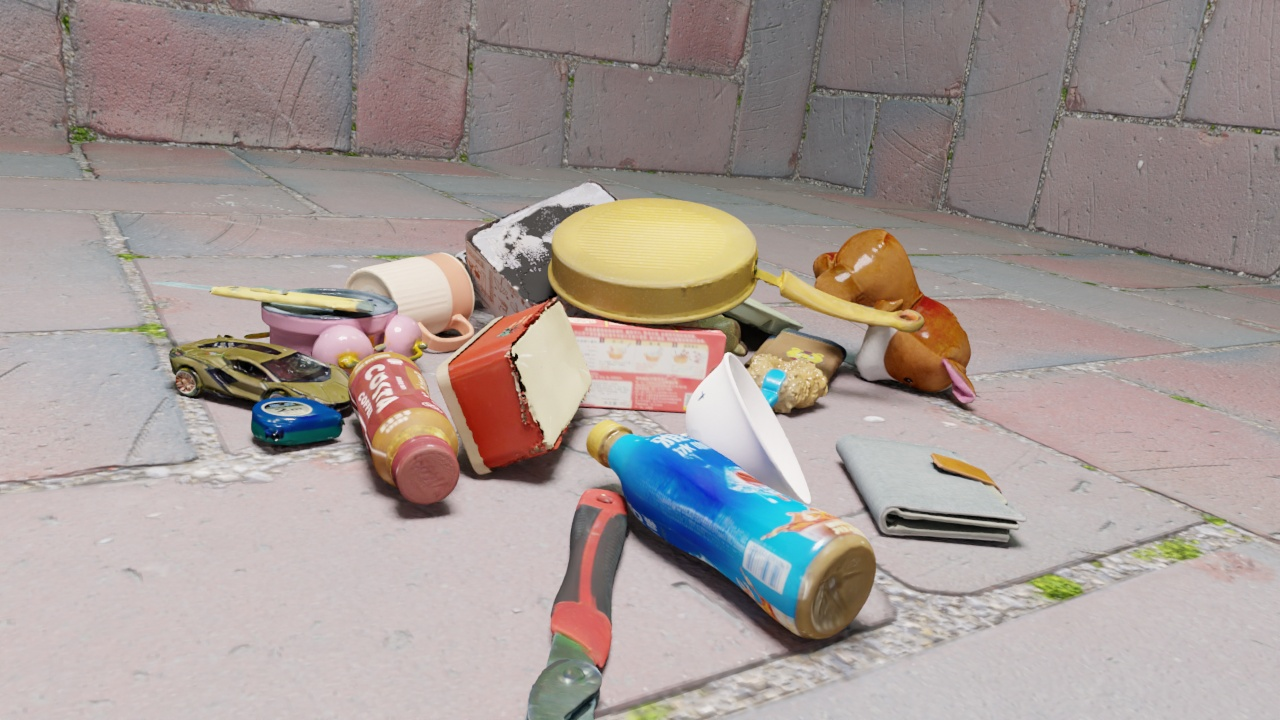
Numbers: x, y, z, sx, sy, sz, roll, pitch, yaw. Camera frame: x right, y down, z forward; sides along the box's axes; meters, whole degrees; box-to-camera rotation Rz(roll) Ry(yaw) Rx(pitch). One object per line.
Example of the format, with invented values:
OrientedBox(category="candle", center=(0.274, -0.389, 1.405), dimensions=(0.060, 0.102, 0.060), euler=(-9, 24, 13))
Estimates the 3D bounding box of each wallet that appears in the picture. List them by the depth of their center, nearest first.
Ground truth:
OrientedBox(category="wallet", center=(0.212, 0.089, 0.680), dimensions=(0.106, 0.037, 0.129), euler=(5, 17, -3))
OrientedBox(category="wallet", center=(0.164, 0.000, 0.972), dimensions=(0.090, 0.033, 0.115), euler=(13, 21, 19))

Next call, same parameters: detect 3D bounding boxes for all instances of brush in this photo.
OrientedBox(category="brush", center=(0.100, 0.030, 0.799), dimensions=(0.083, 0.046, 0.254), euler=(18, 14, 23))

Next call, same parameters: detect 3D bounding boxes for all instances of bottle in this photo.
OrientedBox(category="bottle", center=(0.040, 0.089, 0.560), dimensions=(0.065, 0.065, 0.219), euler=(-7, 21, -37))
OrientedBox(category="bottle", center=(-0.165, 0.045, 0.640), dimensions=(0.057, 0.057, 0.175), euler=(-1, 19, -24))

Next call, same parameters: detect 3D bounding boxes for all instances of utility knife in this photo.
OrientedBox(category="utility knife", center=(-0.326, -0.055, 0.794), dimensions=(0.205, 0.021, 0.031), euler=(2, 10, 7))

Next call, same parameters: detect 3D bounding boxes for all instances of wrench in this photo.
OrientedBox(category="wrench", center=(-0.025, 0.129, 0.488), dimensions=(0.056, 0.016, 0.273), euler=(9, 17, -5))

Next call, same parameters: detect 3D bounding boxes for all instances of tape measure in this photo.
OrientedBox(category="tape measure", center=(-0.252, 0.045, 0.665), dimensions=(0.054, 0.025, 0.058), euler=(19, 17, 42))

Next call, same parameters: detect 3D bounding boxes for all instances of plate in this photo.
OrientedBox(category="plate", center=(0.087, -0.081, 1.099), dimensions=(0.230, 0.027, 0.230), euler=(26, 7, -4))

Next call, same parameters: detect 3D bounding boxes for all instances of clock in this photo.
OrientedBox(category="clock", center=(-0.265, -0.021, 0.822), dimensions=(0.159, 0.060, 0.117), euler=(14, 18, 29))

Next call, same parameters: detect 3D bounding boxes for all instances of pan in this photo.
OrientedBox(category="pan", center=(0.091, -0.077, 0.863), dimensions=(0.357, 0.078, 0.197), euler=(4, 33, 5))

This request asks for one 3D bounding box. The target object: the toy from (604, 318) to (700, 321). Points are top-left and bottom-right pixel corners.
OrientedBox(category="toy", center=(0.002, -0.056, 1.055), dimensions=(0.156, 0.050, 0.161), euler=(10, 8, -9))

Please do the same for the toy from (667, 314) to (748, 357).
OrientedBox(category="toy", center=(0.035, -0.016, 0.938), dimensions=(0.157, 0.066, 0.105), euler=(-8, 54, -31))

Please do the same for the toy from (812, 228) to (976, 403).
OrientedBox(category="toy", center=(0.265, -0.037, 0.960), dimensions=(0.199, 0.131, 0.140), euler=(41, 22, -6))

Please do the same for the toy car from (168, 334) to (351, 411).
OrientedBox(category="toy car", center=(-0.300, 0.011, 0.736), dimensions=(0.158, 0.042, 0.070), euler=(13, 18, 13))

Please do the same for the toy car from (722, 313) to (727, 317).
OrientedBox(category="toy car", center=(0.058, -0.066, 1.132), dimensions=(0.105, 0.032, 0.048), euler=(19, 9, -28))

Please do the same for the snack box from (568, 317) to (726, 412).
OrientedBox(category="snack box", center=(-0.005, 0.005, 0.808), dimensions=(0.153, 0.075, 0.025), euler=(4, 18, -10))

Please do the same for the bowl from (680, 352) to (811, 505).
OrientedBox(category="bowl", center=(0.062, 0.061, 0.641), dimensions=(0.065, 0.118, 0.118), euler=(-29, 11, 13))

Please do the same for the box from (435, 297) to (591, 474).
OrientedBox(category="box", center=(-0.082, 0.013, 0.698), dimensions=(0.076, 0.091, 0.168), euler=(-18, 13, 12))

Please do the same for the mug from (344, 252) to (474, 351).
OrientedBox(category="mug", center=(-0.224, -0.052, 0.927), dimensions=(0.114, 0.082, 0.105), euler=(45, 32, 16))

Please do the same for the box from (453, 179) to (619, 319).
OrientedBox(category="box", center=(-0.117, -0.114, 1.014), dimensions=(0.179, 0.134, 0.271), euler=(-30, 29, -29))
